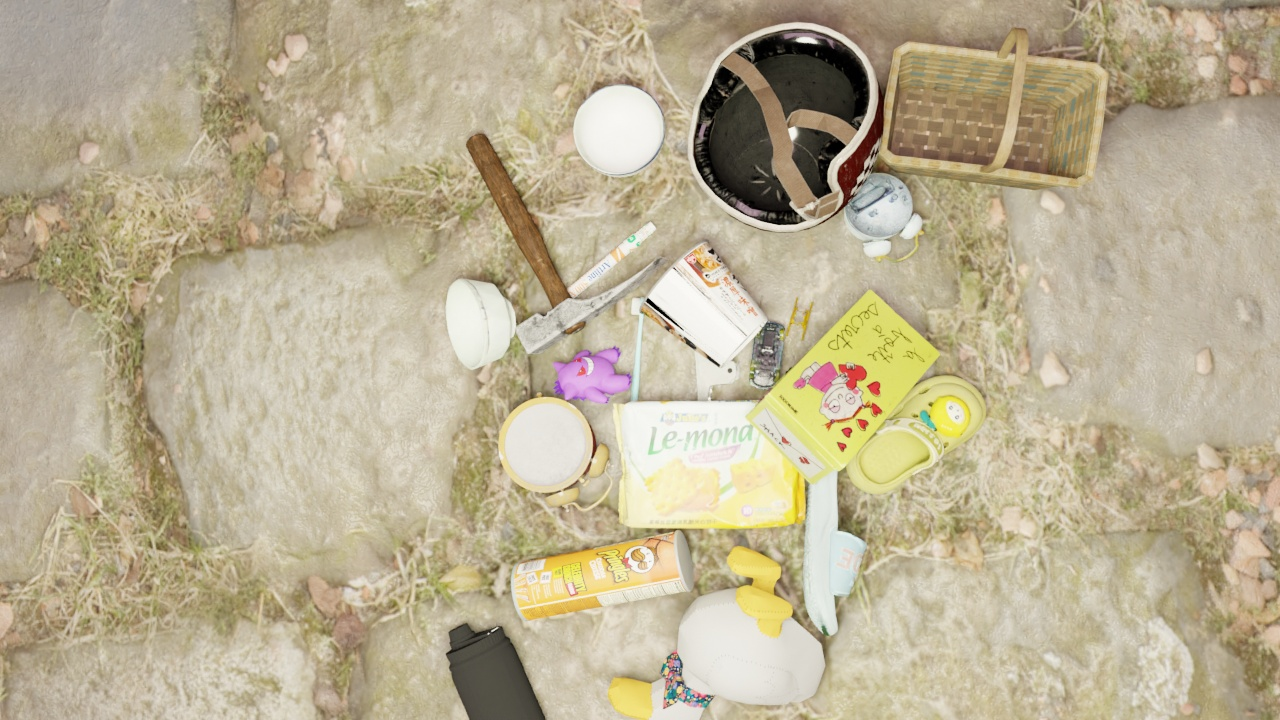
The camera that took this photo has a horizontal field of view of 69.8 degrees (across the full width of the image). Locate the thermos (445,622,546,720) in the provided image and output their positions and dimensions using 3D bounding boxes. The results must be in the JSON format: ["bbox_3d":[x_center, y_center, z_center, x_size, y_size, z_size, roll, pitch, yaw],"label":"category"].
[{"bbox_3d":[-0.179,0.424,1.156,0.086,0.086,0.198,-25,85,4],"label":"thermos"}]

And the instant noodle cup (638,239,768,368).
[{"bbox_3d":[0.084,-0.063,1.135,0.122,0.123,0.123,44,92,8],"label":"instant noodle cup"}]

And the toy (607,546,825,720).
[{"bbox_3d":[0.104,0.366,1.111,0.246,0.140,0.268,16,113,-10],"label":"toy"}]

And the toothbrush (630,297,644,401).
[{"bbox_3d":[-0.007,0.007,1.197,0.016,0.016,0.180,3,87,3],"label":"toothbrush"}]

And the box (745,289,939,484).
[{"bbox_3d":[0.242,0.028,1.090,0.220,0.082,0.124,-40,82,-27],"label":"box"}]

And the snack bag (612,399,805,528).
[{"bbox_3d":[0.089,0.127,1.145,0.247,0.068,0.159,0,92,2],"label":"snack bag"}]

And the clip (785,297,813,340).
[{"bbox_3d":[0.199,-0.055,1.165,0.044,0.049,0.054,17,89,41],"label":"clip"}]

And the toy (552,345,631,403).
[{"bbox_3d":[-0.066,0.024,1.174,0.088,0.106,0.056,-2,130,-21],"label":"toy"}]

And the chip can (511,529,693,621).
[{"bbox_3d":[-0.047,0.269,1.143,0.215,0.075,0.075,-14,85,12],"label":"chip can"}]

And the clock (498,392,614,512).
[{"bbox_3d":[-0.102,0.121,1.167,0.117,0.081,0.159,-45,80,-2],"label":"clock"}]

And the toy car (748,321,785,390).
[{"bbox_3d":[0.161,-0.006,1.173,0.039,0.027,0.089,8,82,6],"label":"toy car"}]

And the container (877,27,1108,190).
[{"bbox_3d":[0.415,-0.290,1.082,0.250,0.186,0.157,9,88,6],"label":"container"}]

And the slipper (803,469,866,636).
[{"bbox_3d":[0.239,0.212,1.119,0.074,0.104,0.245,2,83,9],"label":"slipper"}]

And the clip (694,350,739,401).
[{"bbox_3d":[0.100,0.015,1.188,0.056,0.046,0.101,-4,87,10],"label":"clip"}]

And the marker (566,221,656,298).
[{"bbox_3d":[-0.039,-0.131,1.207,0.145,0.017,0.017,-39,84,3],"label":"marker"}]

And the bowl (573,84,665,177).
[{"bbox_3d":[-0.024,-0.291,1.192,0.118,0.062,0.118,0,86,5],"label":"bowl"}]

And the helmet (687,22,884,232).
[{"bbox_3d":[0.174,-0.262,1.070,0.233,0.254,0.233,38,76,14],"label":"helmet"}]

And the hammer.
[{"bbox_3d":[-0.120,-0.187,1.190,0.218,0.037,0.300,-32,79,19],"label":"hammer"}]

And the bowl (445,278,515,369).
[{"bbox_3d":[-0.200,-0.051,1.183,0.061,0.118,0.117,-12,84,-33],"label":"bowl"}]

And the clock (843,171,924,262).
[{"bbox_3d":[0.304,-0.178,1.153,0.083,0.057,0.117,-31,84,3],"label":"clock"}]

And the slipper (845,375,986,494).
[{"bbox_3d":[0.336,0.091,1.125,0.190,0.081,0.091,-38,81,5],"label":"slipper"}]
